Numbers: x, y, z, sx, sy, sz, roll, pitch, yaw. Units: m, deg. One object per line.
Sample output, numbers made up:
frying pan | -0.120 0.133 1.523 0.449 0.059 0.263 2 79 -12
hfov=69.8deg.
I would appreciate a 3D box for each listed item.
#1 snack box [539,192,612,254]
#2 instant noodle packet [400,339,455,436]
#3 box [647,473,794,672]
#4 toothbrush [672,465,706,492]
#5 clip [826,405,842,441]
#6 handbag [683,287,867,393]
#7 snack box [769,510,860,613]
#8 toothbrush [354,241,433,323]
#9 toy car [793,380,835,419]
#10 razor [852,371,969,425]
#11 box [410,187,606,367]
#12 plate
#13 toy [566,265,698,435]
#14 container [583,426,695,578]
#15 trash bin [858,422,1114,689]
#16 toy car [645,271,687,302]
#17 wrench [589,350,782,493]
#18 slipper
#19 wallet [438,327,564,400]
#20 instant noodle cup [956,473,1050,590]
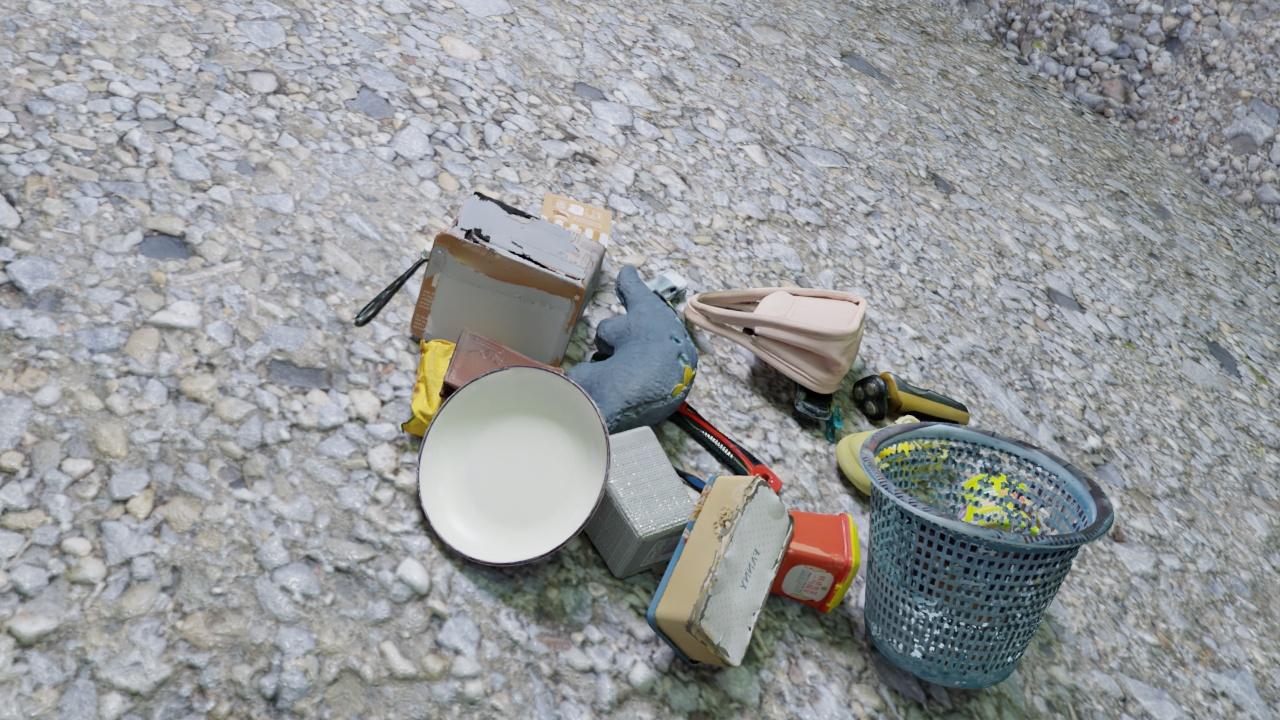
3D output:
snack box | -0.094 -0.155 1.209 0.092 0.077 0.094 16 39 -9
instant noodle packet | -0.190 0.038 0.973 0.110 0.044 0.128 13 43 -15
box | 0.076 0.197 0.848 0.090 0.061 0.183 53 52 -29
toothbrush | 0.076 0.142 1.006 0.189 0.014 0.016 32 16 10
clip | 0.243 0.076 1.153 0.014 0.040 0.056 21 35 -7
handbag | 0.172 -0.049 1.203 0.234 0.093 0.192 17 22 12
snack box | 0.170 0.201 0.927 0.080 0.091 0.081 12 40 -3
toothbrush | -0.290 -0.095 1.098 0.015 0.018 0.180 27 41 1
toy car | 0.219 0.044 1.169 0.049 0.031 0.105 19 29 -2
razor | 0.361 0.059 1.213 0.167 0.062 0.067 15 70 -18
box | -0.153 -0.072 1.057 0.182 0.153 0.177 24 71 1
plate | -0.117 0.100 0.873 0.192 0.039 0.192 -5 70 13
toy | -0.006 0.006 1.035 0.138 0.092 0.355 19 39 2
container | -0.009 0.142 0.908 0.090 0.090 0.114 -12 53 -34
trash bin | 0.307 0.194 0.887 0.226 0.195 0.226 6 21 -3
toy car | 0.029 -0.096 1.238 0.043 0.034 0.090 35 39 20
wrench | 0.053 0.068 1.075 0.273 0.016 0.056 36 45 16
slipper | 0.320 0.102 1.117 0.190 0.082 0.091 -9 46 -36
wallet | -0.143 0.022 0.963 0.124 0.032 0.101 25 36 -15
instant noodle cup | 0.405 0.191 1.041 0.111 0.112 0.123 24 32 2
